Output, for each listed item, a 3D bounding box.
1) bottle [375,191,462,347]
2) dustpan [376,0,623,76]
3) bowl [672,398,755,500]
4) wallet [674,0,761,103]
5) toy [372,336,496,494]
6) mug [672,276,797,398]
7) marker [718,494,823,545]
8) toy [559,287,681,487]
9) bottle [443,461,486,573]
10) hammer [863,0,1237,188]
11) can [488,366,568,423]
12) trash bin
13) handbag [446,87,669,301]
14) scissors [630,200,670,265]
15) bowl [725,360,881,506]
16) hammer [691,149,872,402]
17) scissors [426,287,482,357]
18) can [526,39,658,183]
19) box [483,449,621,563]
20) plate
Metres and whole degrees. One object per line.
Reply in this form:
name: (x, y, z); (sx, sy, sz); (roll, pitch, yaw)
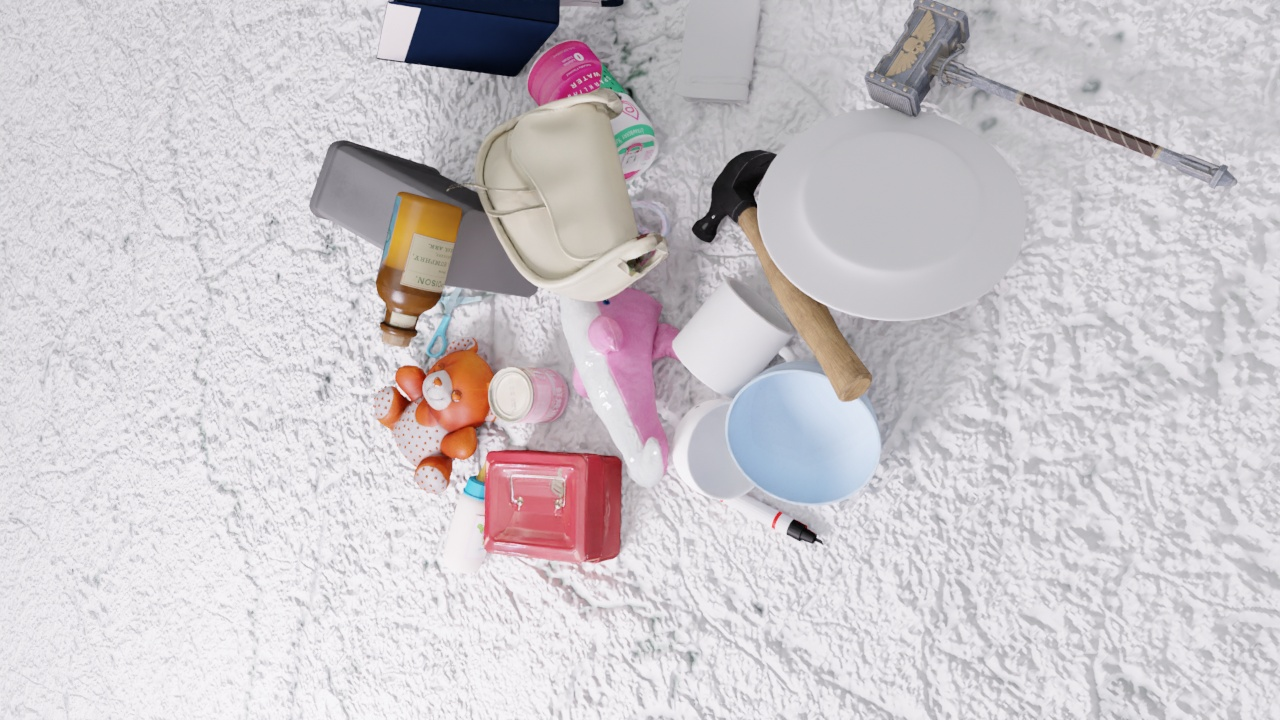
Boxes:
bottle: (-0.236, -0.090, 0.950); (0.068, 0.067, 0.157); (20, 99, 29)
dustpan: (-0.152, -0.392, 1.040); (0.236, 0.272, 0.080); (-168, 81, -71)
bowl: (0.079, 0.090, 0.958); (0.054, 0.104, 0.105); (8, 92, 61)
wallet: (0.087, -0.339, 1.007); (0.086, 0.032, 0.116); (13, 92, 19)
toy: (-0.248, 0.061, 1.147); (0.173, 0.092, 0.163); (-47, 62, 17)
mug: (0.107, -0.014, 0.951); (0.121, 0.091, 0.090); (42, 109, 7)
marker: (0.127, 0.160, 0.969); (0.146, 0.019, 0.019); (24, 100, 28)
toy: (-0.006, 0.006, 1.013); (0.127, 0.187, 0.265); (-15, 76, -14)
bottle: (-0.205, 0.190, 1.141); (0.051, 0.051, 0.146); (20, 98, 29)
hammer: (0.365, -0.225, 0.821); (0.322, 0.044, 0.098); (34, 91, 27)
can: (-0.132, 0.041, 1.090); (0.067, 0.076, 0.067); (-2, 87, 30)
trash bin: (-0.244, -0.166, 1.098); (0.220, 0.191, 0.098); (29, 102, 26)
handbag: (-0.086, -0.169, 0.933); (0.185, 0.131, 0.229); (-30, 66, 32)
scissors: (-0.038, -0.171, 1.082); (0.174, 0.017, 0.077); (32, 107, 31)
bowl: (0.165, 0.061, 0.907); (0.151, 0.074, 0.151); (9, 118, 17)
hammer: (0.143, -0.086, 0.887); (0.133, 0.040, 0.305); (-55, 41, 32)
scissors: (-0.260, -0.059, 1.205); (0.136, 0.015, 0.126); (-3, 87, 35)
can: (-0.055, -0.284, 1.051); (0.088, 0.088, 0.166); (-44, 68, 21)
box: (-0.106, 0.165, 1.065); (0.159, 0.086, 0.129); (0, 89, 31)
plate: (0.231, -0.145, 0.848); (0.242, 0.016, 0.242); (-3, 62, 6)
